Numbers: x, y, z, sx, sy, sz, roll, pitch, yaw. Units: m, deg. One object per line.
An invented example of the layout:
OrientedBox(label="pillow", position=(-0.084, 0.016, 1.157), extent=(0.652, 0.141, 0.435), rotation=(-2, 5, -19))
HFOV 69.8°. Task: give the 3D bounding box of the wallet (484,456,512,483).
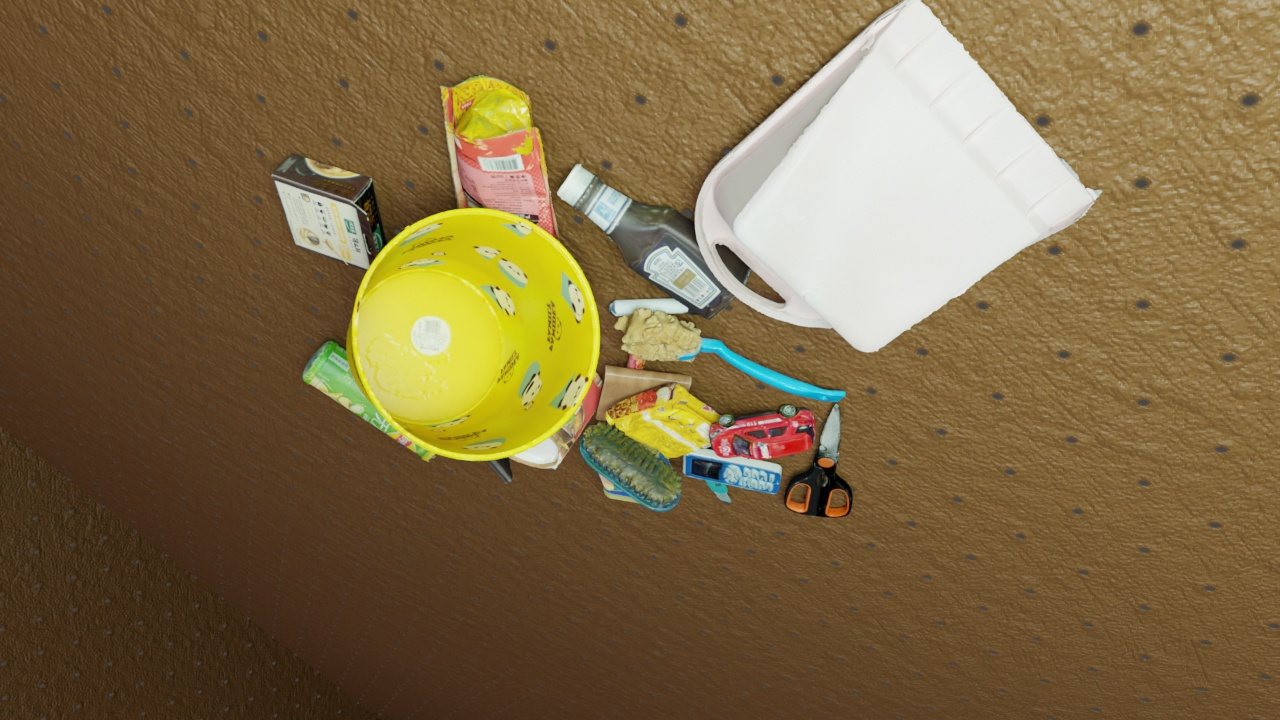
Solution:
OrientedBox(label="wallet", position=(-0.201, 0.087, 1.165), extent=(0.020, 0.096, 0.122), rotation=(-23, 133, 8))

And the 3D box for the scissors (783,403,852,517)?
OrientedBox(label="scissors", position=(0.231, 0.120, 1.073), extent=(0.125, 0.021, 0.235), rotation=(18, 141, -6))

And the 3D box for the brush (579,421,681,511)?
OrientedBox(label="brush", position=(-0.014, 0.136, 1.131), extent=(0.144, 0.055, 0.074), rotation=(35, 153, 11))

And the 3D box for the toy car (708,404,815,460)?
OrientedBox(label="toy car", position=(0.137, 0.085, 1.032), extent=(0.120, 0.045, 0.053), rotation=(-9, 135, 10))

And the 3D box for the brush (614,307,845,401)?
OrientedBox(label="brush", position=(0.094, 0.001, 0.970), extent=(0.254, 0.045, 0.083), rotation=(19, 159, -3))

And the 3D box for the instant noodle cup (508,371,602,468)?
OrientedBox(label="instant noodle cup", position=(-0.126, 0.061, 1.136), extent=(0.138, 0.108, 0.138), rotation=(17, 145, 12))

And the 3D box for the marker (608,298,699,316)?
OrientedBox(label="marker", position=(0.024, -0.056, 0.967), extent=(0.131, 0.022, 0.018), rotation=(-1, 144, 31))

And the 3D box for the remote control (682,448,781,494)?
OrientedBox(label="remote control", position=(0.113, 0.135, 1.145), extent=(0.125, 0.024, 0.049), rotation=(10, 139, 10))

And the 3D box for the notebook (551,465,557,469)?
OrientedBox(label="notebook", position=(-0.212, 0.065, 1.246), extent=(0.151, 0.012, 0.209), rotation=(10, 145, 49))

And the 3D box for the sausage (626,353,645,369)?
OrientedBox(label="sausage", position=(-0.006, 0.006, 1.069), extent=(0.020, 0.020, 0.156), rotation=(23, 145, 5))

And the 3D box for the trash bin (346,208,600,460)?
OrientedBox(label="trash bin", position=(-0.193, -0.019, 0.944), extent=(0.229, 0.229, 0.256), rotation=(39, 164, -18))

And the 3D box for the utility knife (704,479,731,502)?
OrientedBox(label="utility knife", position=(0.082, 0.134, 1.182), extent=(0.029, 0.013, 0.171), rotation=(-4, 136, 31))

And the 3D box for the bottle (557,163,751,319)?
OrientedBox(label="bottle", position=(0.010, -0.117, 0.878), extent=(0.195, 0.043, 0.080), rotation=(34, 141, -10))

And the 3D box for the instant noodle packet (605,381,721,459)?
OrientedBox(label="instant noodle packet", position=(0.040, 0.073, 1.075), extent=(0.111, 0.044, 0.128), rotation=(-18, 144, 33))

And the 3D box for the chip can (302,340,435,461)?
OrientedBox(label="chip can", position=(-0.377, 0.058, 1.322), extent=(0.221, 0.072, 0.073), rotation=(37, 144, -15))

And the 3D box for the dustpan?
OrientedBox(label="dustpan", position=(0.176, -0.132, 0.754), extent=(0.274, 0.138, 0.222), rotation=(-42, 109, 16))

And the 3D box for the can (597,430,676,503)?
OrientedBox(label="can", position=(-0.009, 0.141, 1.213), extent=(0.102, 0.057, 0.083), rotation=(6, 138, 25))

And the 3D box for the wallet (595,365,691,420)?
OrientedBox(label="wallet", position=(0.001, 0.045, 1.092), extent=(0.101, 0.020, 0.115), rotation=(8, 148, -6))

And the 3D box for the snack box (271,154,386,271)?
OrientedBox(label="snack box", position=(-0.340, -0.159, 1.033), extent=(0.126, 0.053, 0.113), rotation=(19, 144, 9))

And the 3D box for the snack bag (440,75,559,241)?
OrientedBox(label="snack bag", position=(-0.134, -0.167, 0.889), extent=(0.129, 0.073, 0.208), rotation=(25, 151, 15))
